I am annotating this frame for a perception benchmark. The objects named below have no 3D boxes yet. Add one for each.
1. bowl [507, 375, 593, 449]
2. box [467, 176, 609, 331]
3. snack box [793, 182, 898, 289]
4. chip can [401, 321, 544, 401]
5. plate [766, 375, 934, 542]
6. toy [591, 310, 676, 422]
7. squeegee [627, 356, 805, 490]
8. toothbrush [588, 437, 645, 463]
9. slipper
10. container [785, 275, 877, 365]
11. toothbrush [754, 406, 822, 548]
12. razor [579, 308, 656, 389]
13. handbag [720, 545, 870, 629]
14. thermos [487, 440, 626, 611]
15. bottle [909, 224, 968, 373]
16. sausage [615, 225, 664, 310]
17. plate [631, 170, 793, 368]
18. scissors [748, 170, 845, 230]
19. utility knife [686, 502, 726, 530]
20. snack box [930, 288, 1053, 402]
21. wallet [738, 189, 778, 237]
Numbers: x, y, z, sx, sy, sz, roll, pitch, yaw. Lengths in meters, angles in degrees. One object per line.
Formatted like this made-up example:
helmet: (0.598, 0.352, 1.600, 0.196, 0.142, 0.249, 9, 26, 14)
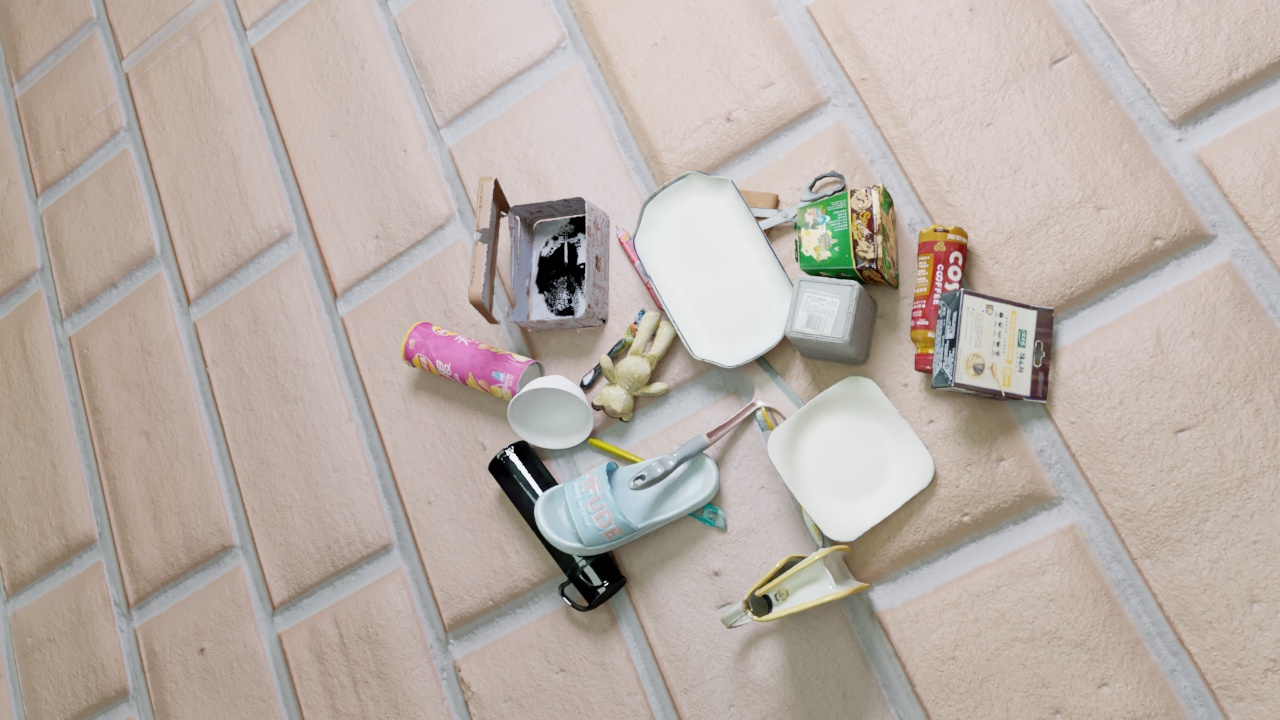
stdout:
bowl: (-0.120, 0.059, 1.268, 0.118, 0.118, 0.064, -18, 37, 19)
box: (-0.151, -0.146, 1.254, 0.157, 0.192, 0.183, -4, 80, 21)
snack box: (0.253, -0.148, 1.127, 0.106, 0.117, 0.118, -4, 81, 25)
chip can: (-0.244, 0.004, 1.334, 0.211, 0.071, 0.071, 18, 88, 24)
plate: (0.251, 0.118, 1.108, 0.164, 0.034, 0.163, -35, 81, -3)
toy: (-0.007, 0.007, 1.240, 0.157, 0.105, 0.066, -60, 23, 6)
squeegee: (0.085, 0.096, 1.167, 0.249, 0.040, 0.247, -33, 68, -17)
toothbrush: (0.010, 0.144, 1.234, 0.190, 0.015, 0.016, 21, 96, 24)
slipper: (-0.019, 0.175, 1.172, 0.245, 0.074, 0.104, -19, 62, 4)
container: (0.231, -0.051, 1.120, 0.090, 0.114, 0.090, 9, 84, 23)
toothbrush: (0.183, 0.145, 1.126, 0.018, 0.016, 0.191, -23, 95, 7)
razor: (-0.036, -0.011, 1.277, 0.143, 0.022, 0.042, -44, 66, 11)
handbag: (0.165, 0.269, 1.067, 0.179, 0.163, 0.063, -26, 70, 17)
thermos: (-0.122, 0.227, 1.245, 0.090, 0.068, 0.242, -43, 68, 10)
bottle: (0.357, -0.072, 1.102, 0.057, 0.057, 0.174, 4, 82, 23)
sausage: (0.004, -0.129, 1.282, 0.020, 0.020, 0.155, -35, 70, 14)
plate: (0.097, -0.119, 1.198, 0.162, 0.034, 0.265, -32, 76, 15)
scissors: (0.196, -0.191, 1.200, 0.175, 0.014, 0.159, 37, 91, 14)
utility knife: (0.045, 0.187, 1.213, 0.157, 0.013, 0.029, 17, 88, 24)
snack box: (0.404, -0.015, 1.055, 0.125, 0.053, 0.113, 11, 83, -20)
wallet: (0.121, -0.184, 1.243, 0.115, 0.020, 0.101, 12, 84, 26)
